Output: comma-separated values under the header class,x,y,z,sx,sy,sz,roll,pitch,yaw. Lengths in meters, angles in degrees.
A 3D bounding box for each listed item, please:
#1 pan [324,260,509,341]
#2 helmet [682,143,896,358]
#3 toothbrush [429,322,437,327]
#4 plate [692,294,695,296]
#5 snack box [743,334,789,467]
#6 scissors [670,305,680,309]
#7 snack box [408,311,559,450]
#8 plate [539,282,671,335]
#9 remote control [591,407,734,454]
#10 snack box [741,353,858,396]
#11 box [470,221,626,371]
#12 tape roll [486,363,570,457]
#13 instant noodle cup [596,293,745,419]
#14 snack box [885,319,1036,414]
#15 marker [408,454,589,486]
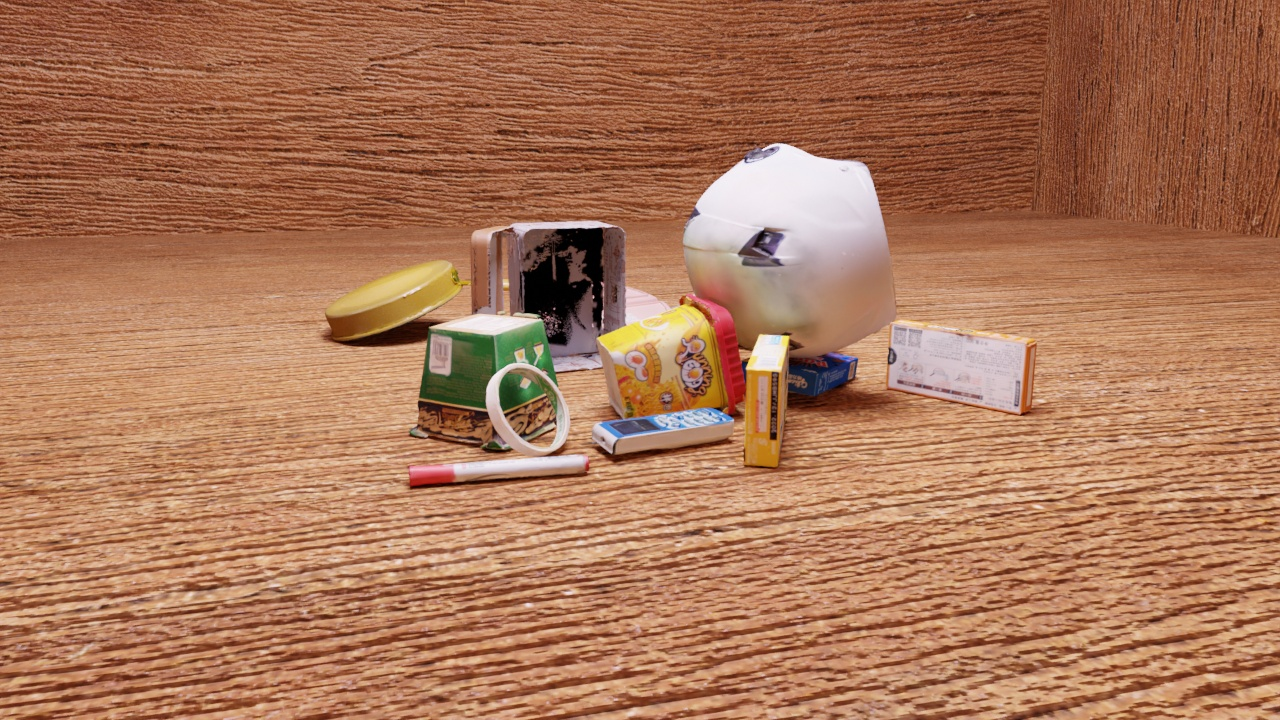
class,x,y,z,sx,sy,sz,roll,pitch,yaw
pan,-0.273,-0.098,1.318,0.357,0.078,0.197,-20,21,0
helmet,0.133,-0.098,0.968,0.145,0.229,0.259,-32,32,-30
toothbrush,-0.233,-0.031,1.257,0.189,0.017,0.014,13,19,40
plate,0.153,-0.087,1.425,0.192,0.039,0.192,0,14,0
snack box,0.115,0.032,0.828,0.034,0.087,0.140,3,14,13
scissors,0.083,-0.088,1.369,0.164,0.014,0.163,-2,28,41
snack box,-0.147,0.014,0.872,0.118,0.106,0.117,5,15,27
plate,-0.061,-0.067,1.288,0.229,0.028,0.229,6,23,-3
remote control,0.022,0.064,0.831,0.124,0.024,0.049,-5,14,-25
snack box,0.177,0.009,1.011,0.085,0.026,0.156,11,12,27
box,-0.122,-0.069,1.064,0.136,0.179,0.268,9,16,34
tape roll,-0.098,0.043,0.807,0.014,0.086,0.085,-31,-5,34
instant noodle cup,0.027,0.003,0.925,0.123,0.116,0.116,-15,16,-10
snack box,0.332,0.005,0.961,0.154,0.075,0.026,13,20,43
marker,-0.114,0.089,0.749,0.145,0.017,0.017,-3,14,-11
